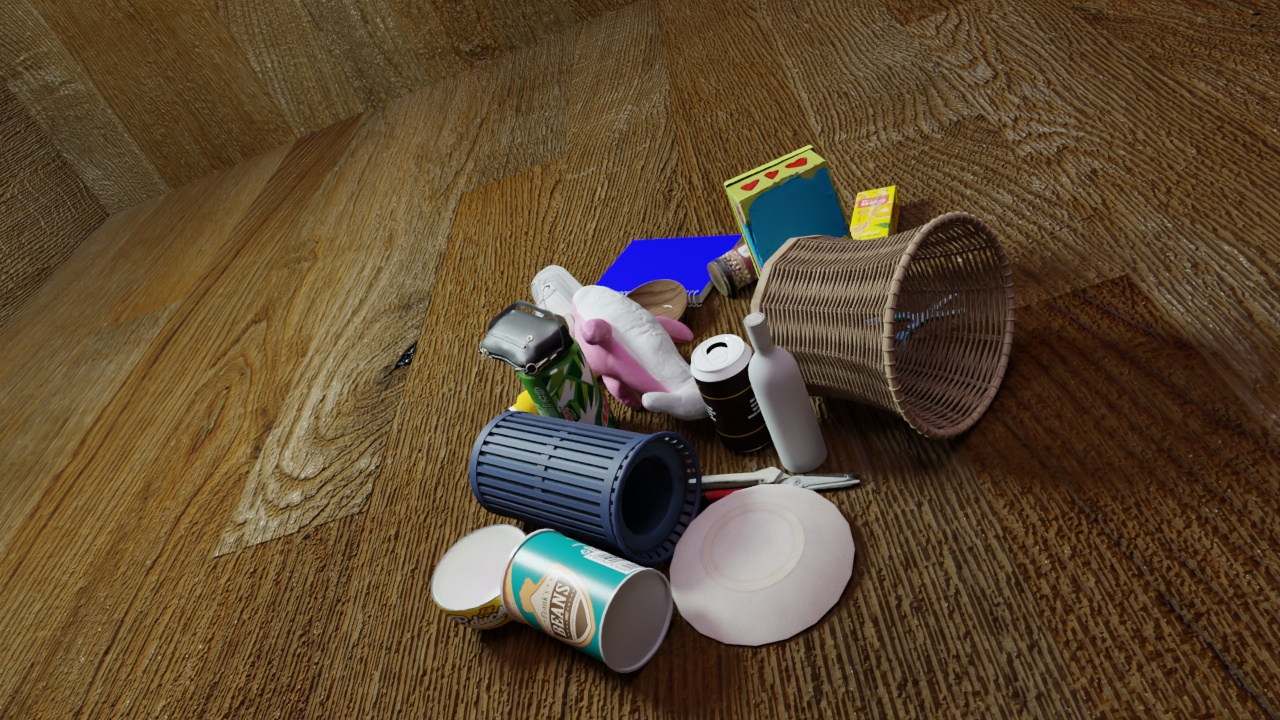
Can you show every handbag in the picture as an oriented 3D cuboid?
[{"bbox_3d":[-0.142,-0.023,1.097,0.129,0.054,0.079,20,57,44],"label":"handbag"}]

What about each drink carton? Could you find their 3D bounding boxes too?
[{"bbox_3d":[0.331,-0.194,1.295,0.059,0.043,0.134,-7,37,27],"label":"drink carton"}]

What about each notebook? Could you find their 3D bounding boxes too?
[{"bbox_3d":[0.036,-0.139,1.434,0.209,0.022,0.171,2,41,35],"label":"notebook"}]

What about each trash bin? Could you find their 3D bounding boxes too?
[{"bbox_3d":[-0.071,0.132,1.028,0.250,0.139,0.139,7,45,41],"label":"trash bin"}]

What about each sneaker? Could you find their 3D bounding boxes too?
[{"bbox_3d":[-0.129,-0.069,1.376,0.089,0.099,0.236,-22,32,-22],"label":"sneaker"}]

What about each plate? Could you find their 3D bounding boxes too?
[{"bbox_3d":[0.115,0.191,0.909,0.189,0.027,0.188,-16,39,14],"label":"plate"}]

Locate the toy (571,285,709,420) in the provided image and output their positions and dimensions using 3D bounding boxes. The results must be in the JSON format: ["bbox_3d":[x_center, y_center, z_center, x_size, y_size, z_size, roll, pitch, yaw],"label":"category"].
[{"bbox_3d":[-0.007,0.007,1.163,0.186,0.128,0.265,-6,38,-43],"label":"toy"}]

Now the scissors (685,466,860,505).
[{"bbox_3d":[0.135,0.140,0.992,0.139,0.015,0.189,-41,37,-25],"label":"scissors"}]

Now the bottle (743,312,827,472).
[{"bbox_3d":[0.147,0.033,0.966,0.052,0.195,0.052,-17,34,12],"label":"bottle"}]

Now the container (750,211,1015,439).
[{"bbox_3d":[0.255,-0.042,0.990,0.226,0.227,0.196,-45,31,-27],"label":"container"}]

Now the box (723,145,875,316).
[{"bbox_3d":[0.199,-0.140,1.142,0.124,0.221,0.079,-26,26,3],"label":"box"}]

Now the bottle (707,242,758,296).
[{"bbox_3d":[0.155,-0.142,1.326,0.105,0.056,0.056,-31,34,-8],"label":"bottle"}]

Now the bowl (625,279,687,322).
[{"bbox_3d":[0.018,-0.063,1.320,0.119,0.032,0.119,-18,43,17],"label":"bowl"}]

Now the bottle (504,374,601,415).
[{"bbox_3d":[-0.122,0.042,1.266,0.143,0.043,0.043,-35,35,-15],"label":"bottle"}]

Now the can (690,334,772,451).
[{"bbox_3d":[0.107,0.039,1.043,0.072,0.129,0.071,-17,34,12],"label":"can"}]

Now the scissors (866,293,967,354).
[{"bbox_3d":[0.328,-0.042,1.116,0.139,0.015,0.117,-12,36,30],"label":"scissors"}]

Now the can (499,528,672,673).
[{"bbox_3d":[-0.055,0.234,0.909,0.144,0.099,0.099,11,48,42],"label":"can"}]

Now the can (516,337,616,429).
[{"bbox_3d":[-0.090,0.047,1.148,0.083,0.144,0.083,-17,34,12],"label":"can"}]

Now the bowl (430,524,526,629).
[{"bbox_3d":[-0.160,0.243,0.994,0.117,0.068,0.117,-17,34,12],"label":"bowl"}]
